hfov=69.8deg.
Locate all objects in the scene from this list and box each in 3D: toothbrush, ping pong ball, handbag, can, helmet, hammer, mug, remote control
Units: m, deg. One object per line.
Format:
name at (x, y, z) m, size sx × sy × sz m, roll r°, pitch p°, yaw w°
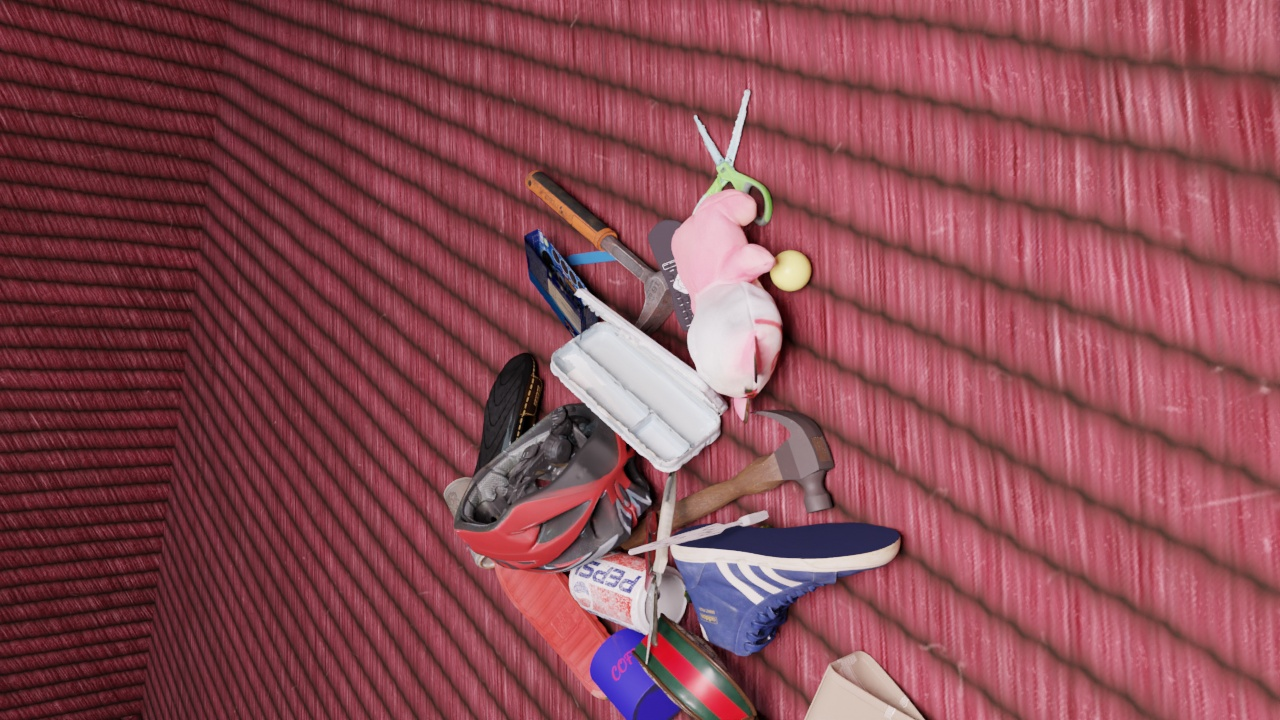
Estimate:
toothbrush at (0.058, 0.157, 0.842) m, size 0.010 × 0.181 × 0.010 m, roll -35°, pitch 68°, yaw 41°
ping pong ball at (0.146, -0.087, 0.895) m, size 0.040 × 0.040 × 0.040 m, roll -2°, pitch 88°, yaw 50°
handbag at (0.063, 0.324, 0.921) m, size 0.063 × 0.138 × 0.167 m, roll -47°, pitch 22°, yaw -11°
can at (-0.238, 0.237, 1.337) m, size 0.135 × 0.054 × 0.054 m, roll 54°, pitch 127°, yaw 37°
toothbrush at (-0.076, -0.132, 1.183) m, size 0.167 × 0.014 × 0.016 m, roll 1°, pitch 90°, yaw 50°
helmet at (-0.107, 0.152, 1.077) m, size 0.273 × 0.216 × 0.167 m, roll -14°, pitch 120°, yaw 50°
hammer at (0.076, 0.146, 0.983) m, size 0.324 × 0.033 × 0.115 m, roll -35°, pitch 65°, yaw 45°
handbag at (0.221, 0.387, 0.790) m, size 0.198 × 0.062 × 0.176 m, roll 33°, pitch 113°, yaw 39°
mug at (0.001, 0.371, 1.040) m, size 0.083 × 0.079 × 0.111 m, roll 34°, pitch 143°, yaw 45°
hammer at (-0.058, -0.146, 1.134) m, size 0.314 × 0.034 × 0.138 m, roll 44°, pitch 121°, yaw 38°
can at (-0.016, 0.263, 1.052) m, size 0.136 × 0.078 × 0.078 m, roll 2°, pitch 91°, yaw 50°
remote control at (0.045, -0.094, 1.002) m, size 0.047 × 0.009 × 0.124 m, roll -20°, pitch 93°, yaw 25°

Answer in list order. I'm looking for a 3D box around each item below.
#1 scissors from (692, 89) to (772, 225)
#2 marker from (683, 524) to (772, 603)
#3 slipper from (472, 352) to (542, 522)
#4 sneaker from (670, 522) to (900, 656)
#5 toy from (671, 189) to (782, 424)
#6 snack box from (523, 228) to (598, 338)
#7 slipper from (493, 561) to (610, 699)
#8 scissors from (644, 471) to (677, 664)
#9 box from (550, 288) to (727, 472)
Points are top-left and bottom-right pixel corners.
scissors at (0.088, -0.201, 0.988) m, size 0.168 × 0.023 × 0.171 m, roll -56°, pitch 48°, yaw 41°
marker at (0.092, 0.216, 0.971) m, size 0.147 × 0.017 × 0.017 m, roll -50°, pitch 53°, yaw 36°
slipper at (-0.175, 0.120, 1.249) m, size 0.113 × 0.075 × 0.267 m, roll -6°, pitch 69°, yaw 54°
sneaker at (0.137, 0.223, 0.864) m, size 0.234 × 0.091 × 0.118 m, roll -6°, pitch 99°, yaw 34°
toy at (0.085, -0.054, 0.898) m, size 0.142 × 0.084 × 0.213 m, roll 115°, pitch 147°, yaw -62°
snack box at (-0.101, -0.090, 1.166) m, size 0.150 × 0.027 × 0.082 m, roll 53°, pitch 159°, yaw 30°
slipper at (-0.092, 0.309, 1.159) m, size 0.249 × 0.059 × 0.104 m, roll 46°, pitch 123°, yaw 22°
scissors at (0.017, 0.205, 0.947) m, size 0.187 × 0.015 × 0.179 m, roll -173°, pitch 97°, yaw -82°
box at (-0.004, 0.000, 0.980) m, size 0.215 × 0.106 × 0.125 m, roll 39°, pitch 148°, yaw 27°
